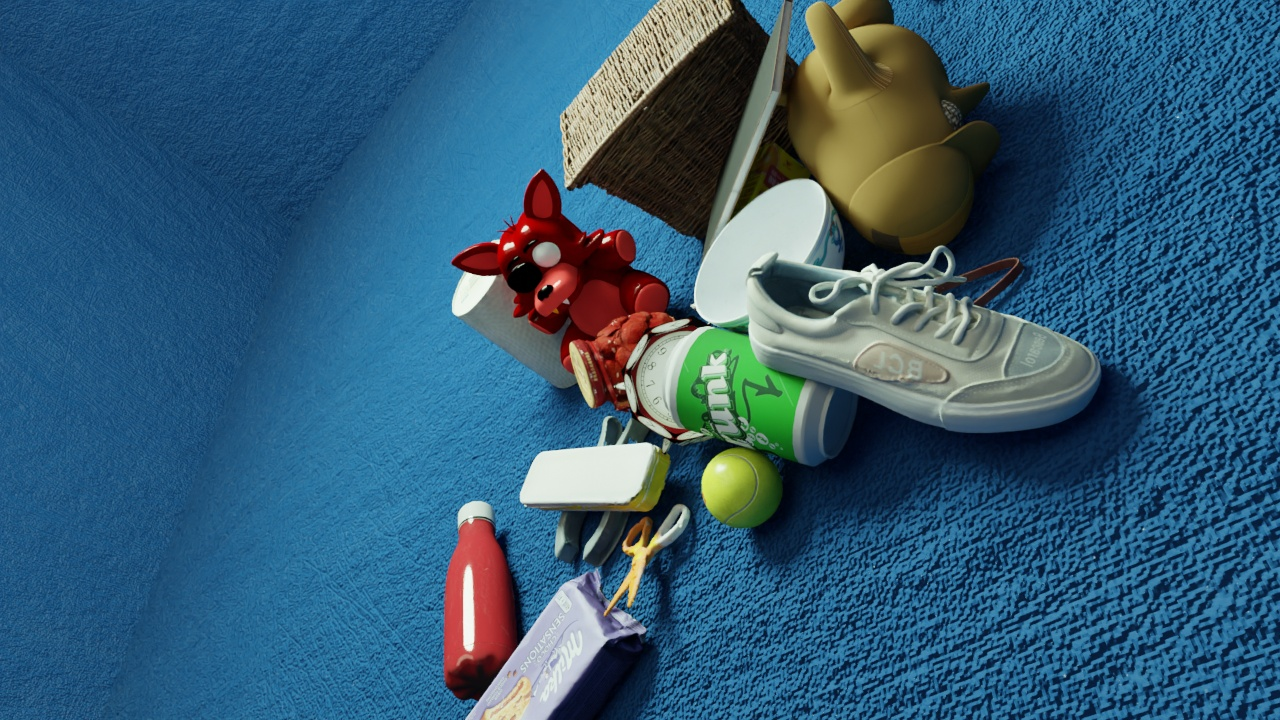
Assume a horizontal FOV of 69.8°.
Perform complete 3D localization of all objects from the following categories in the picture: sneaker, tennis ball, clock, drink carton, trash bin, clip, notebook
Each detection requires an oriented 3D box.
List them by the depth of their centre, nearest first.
[{"bbox_3d":[0.176,-0.023,0.614,0.242,0.091,0.089,15,51,33],"label":"sneaker"},{"bbox_3d":[0.082,0.103,0.743,0.065,0.065,0.065,-37,36,33],"label":"tennis ball"},{"bbox_3d":[0.061,0.009,0.836,0.155,0.065,0.114,-38,75,6],"label":"clock"},{"bbox_3d":[0.096,-0.202,0.840,0.210,0.008,0.141,110,174,-51],"label":"notebook"},{"bbox_3d":[-0.023,0.127,0.917,0.128,0.028,0.166,-4,60,53],"label":"clip"},{"bbox_3d":[0.119,-0.146,0.924,0.043,0.058,0.134,-3,59,60],"label":"drink carton"},{"bbox_3d":[-0.131,-0.060,1.112,0.134,0.161,0.133,-37,36,33],"label":"trash bin"}]

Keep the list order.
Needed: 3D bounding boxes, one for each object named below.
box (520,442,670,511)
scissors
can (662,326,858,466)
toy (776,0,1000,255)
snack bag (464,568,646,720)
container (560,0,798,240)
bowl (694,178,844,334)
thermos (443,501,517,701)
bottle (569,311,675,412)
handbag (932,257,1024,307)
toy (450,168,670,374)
[{"bbox_3d":[-0.049,0.119,0.908,0.210,0.033,0.064,-10,54,50],"label":"box"},{"bbox_3d":[0.009,0.172,0.806,0.097,0.012,0.132,-36,17,25],"label":"scissors"},{"bbox_3d":[0.094,0.027,0.730,0.140,0.088,0.087,15,73,31],"label":"can"},{"bbox_3d":[0.208,-0.184,0.753,0.163,0.198,0.203,-27,60,20],"label":"toy"},{"bbox_3d":[-0.077,0.293,0.815,0.205,0.058,0.096,-53,34,2],"label":"snack bag"},{"bbox_3d":[0.060,-0.267,0.995,0.251,0.183,0.162,-41,35,29],"label":"container"},{"bbox_3d":[0.123,-0.073,0.778,0.144,0.074,0.143,-38,31,29],"label":"bowl"},{"bbox_3d":[-0.173,0.245,0.983,0.073,0.073,0.239,-46,32,21],"label":"thermos"},{"bbox_3d":[-0.005,0.005,0.912,0.111,0.099,0.099,-20,28,-13],"label":"bottle"},{"bbox_3d":[0.233,-0.043,0.697,0.120,0.029,0.055,-33,36,29],"label":"handbag"},{"bbox_3d":[-0.082,-0.090,0.995,0.159,0.197,0.120,-39,27,27],"label":"toy"}]
